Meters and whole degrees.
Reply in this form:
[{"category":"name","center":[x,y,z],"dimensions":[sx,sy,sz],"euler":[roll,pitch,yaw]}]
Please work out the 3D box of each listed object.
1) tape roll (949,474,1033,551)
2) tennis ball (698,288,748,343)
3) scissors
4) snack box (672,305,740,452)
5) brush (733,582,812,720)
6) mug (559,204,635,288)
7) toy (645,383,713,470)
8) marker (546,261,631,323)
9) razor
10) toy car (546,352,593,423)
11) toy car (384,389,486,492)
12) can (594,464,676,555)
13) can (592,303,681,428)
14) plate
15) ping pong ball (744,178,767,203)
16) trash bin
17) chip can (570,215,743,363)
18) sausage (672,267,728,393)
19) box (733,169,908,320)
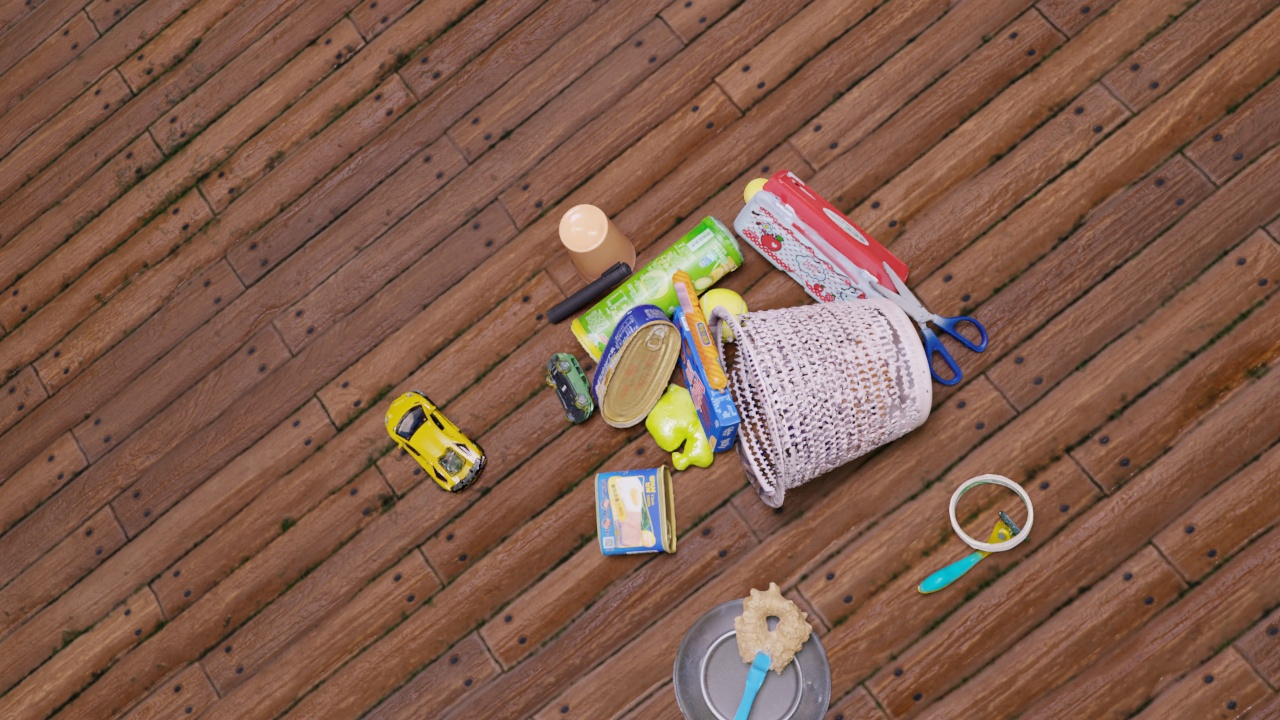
[{"category":"tape roll","center":[0.386,0.168,1.011],"dimensions":[0.086,0.014,0.085],"euler":[-12,55,17]},{"category":"tennis ball","center":[0.097,-0.053,1.099],"dimensions":[0.065,0.065,0.065],"euler":[-2,79,10]},{"category":"scissors","center":[0.320,-0.037,1.041],"dimensions":[0.170,0.012,0.141],"euler":[8,97,-14]},{"category":"snack box","center":[0.073,0.020,1.065],"dimensions":[0.026,0.085,0.157],"euler":[-15,65,-10]},{"category":"brush","center":[0.114,0.367,0.994],"dimensions":[0.083,0.046,0.254],"euler":[21,79,10]},{"category":"mug","center":[-0.055,-0.142,1.115],"dimensions":[0.078,0.123,0.078],"euler":[-2,78,10]},{"category":"toy","center":[0.048,0.081,1.098],"dimensions":[0.100,0.031,0.096],"euler":[21,74,8]},{"category":"marker","center":[-0.065,-0.083,1.128],"dimensions":[0.132,0.022,0.020],"euler":[-30,46,32]},{"category":"razor","center":[0.362,0.219,1.013],"dimensions":[0.132,0.028,0.043],"euler":[-34,55,-2]},{"category":"toy car","center":[-0.084,0.033,1.126],"dimensions":[0.036,0.043,0.091],"euler":[-11,65,-35]},{"category":"toy car","center":[-0.262,0.101,1.150],"dimensions":[0.156,0.041,0.071],"euler":[42,88,16]},{"category":"can","center":[-0.006,0.177,1.078],"dimensions":[0.083,0.057,0.102],"euler":[-6,78,12]},{"category":"can","center":[-0.006,0.006,1.080],"dimensions":[0.148,0.074,0.049],"euler":[-66,30,24]},{"category":"plate","center":[0.125,0.359,1.034],"dimensions":[0.179,0.024,0.179],"euler":[-2,78,10]},{"category":"ping pong ball","center":[0.148,-0.204,1.131],"dimensions":[0.040,0.040,0.040],"euler":[-2,79,10]},{"category":"trash bin","center":[0.198,0.026,1.002],"dimensions":[0.192,0.228,0.227],"euler":[-16,76,-6]},{"category":"chip can","center":[0.022,-0.084,1.108],"dimensions":[0.221,0.072,0.072],"euler":[-37,75,6]},{"category":"sausage","center":[0.066,-0.036,1.031],"dimensions":[0.021,0.021,0.165],"euler":[-21,66,6]},{"category":"box","center":[0.207,-0.125,1.080],"dimensions":[0.201,0.095,0.099],"euler":[40,118,3]}]
